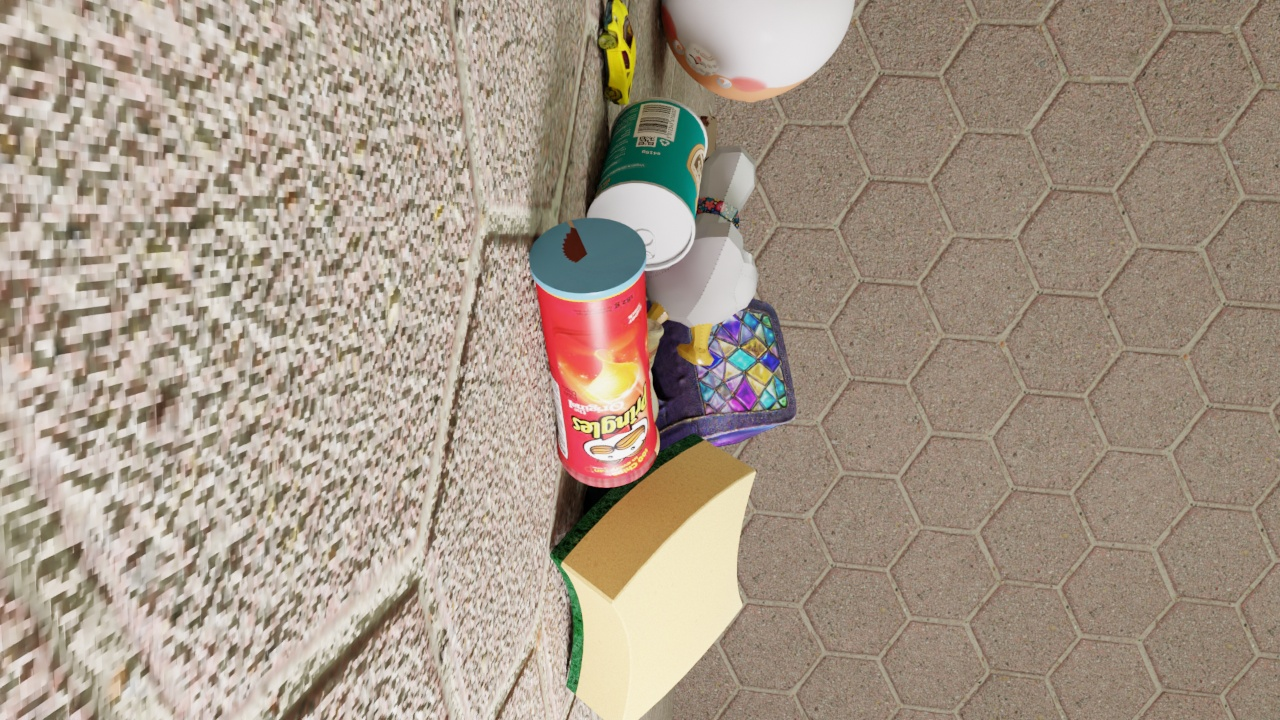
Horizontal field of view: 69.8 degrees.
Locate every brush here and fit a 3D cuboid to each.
[{"bbox_3d":[0.016,0.214,0.885,0.194,0.075,0.251,-36,142,-34],"label":"brush"}]

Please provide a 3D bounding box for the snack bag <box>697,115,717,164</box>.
[{"bbox_3d":[0.051,-0.227,1.245,0.069,0.094,0.207,-70,163,-68],"label":"snack bag"}]

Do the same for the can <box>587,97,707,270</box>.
[{"bbox_3d":[0.009,-0.171,0.882,0.099,0.099,0.143,88,9,-46],"label":"can"}]

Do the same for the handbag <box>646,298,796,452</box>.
[{"bbox_3d":[0.083,0.019,1.241,0.126,0.221,0.204,-34,-119,56],"label":"handbag"}]

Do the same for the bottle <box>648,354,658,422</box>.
[{"bbox_3d":[-0.011,0.045,0.994,0.063,0.063,0.108,-59,157,-76],"label":"bottle"}]

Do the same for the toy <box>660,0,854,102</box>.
[{"bbox_3d":[0.152,-0.490,1.282,0.265,0.263,0.281,-50,178,-25],"label":"toy"}]

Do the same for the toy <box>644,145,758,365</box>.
[{"bbox_3d":[0.077,-0.131,1.084,0.246,0.141,0.267,-129,-121,-82],"label":"toy"}]

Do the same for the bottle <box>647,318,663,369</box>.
[{"bbox_3d":[-0.006,0.006,1.034,0.044,0.044,0.109,-71,178,-66],"label":"bottle"}]

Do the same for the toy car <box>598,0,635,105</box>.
[{"bbox_3d":[-0.020,-0.289,0.861,0.107,0.030,0.049,82,15,-57],"label":"toy car"}]

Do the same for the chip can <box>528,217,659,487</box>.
[{"bbox_3d":[-0.031,0.001,0.703,0.214,0.087,0.086,86,10,-46],"label":"chip can"}]

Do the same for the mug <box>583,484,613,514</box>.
[{"bbox_3d":[-0.027,0.175,0.947,0.121,0.085,0.095,-43,145,-36],"label":"mug"}]
